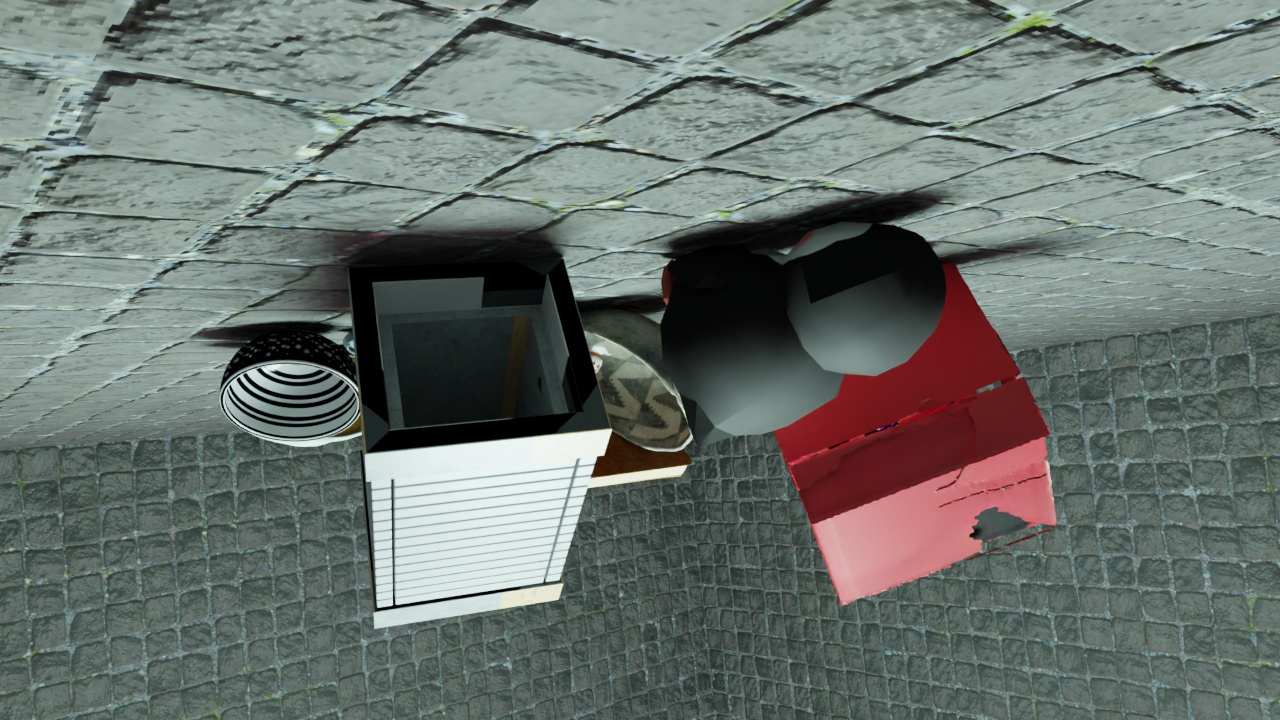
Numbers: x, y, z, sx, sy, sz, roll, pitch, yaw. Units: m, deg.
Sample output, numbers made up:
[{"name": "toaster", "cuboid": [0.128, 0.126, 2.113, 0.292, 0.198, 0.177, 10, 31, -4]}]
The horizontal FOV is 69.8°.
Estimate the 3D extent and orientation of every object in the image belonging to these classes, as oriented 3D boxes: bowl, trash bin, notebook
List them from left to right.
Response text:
[{"name": "bowl", "cuboid": [-0.315, 0.013, 0.835, 0.120, 0.066, 0.120, -7, 142, -6]}, {"name": "trash bin", "cuboid": [-0.127, 0.067, 0.662, 0.142, 0.142, 0.248, -5, 143, -18]}, {"name": "notebook", "cuboid": [-0.067, 0.050, 1.010, 0.167, 0.225, 0.024, -3, 131, -37]}, {"name": "bowl", "cuboid": [-0.005, 0.005, 0.915, 0.081, 0.178, 0.179, -53, -161, -25]}]

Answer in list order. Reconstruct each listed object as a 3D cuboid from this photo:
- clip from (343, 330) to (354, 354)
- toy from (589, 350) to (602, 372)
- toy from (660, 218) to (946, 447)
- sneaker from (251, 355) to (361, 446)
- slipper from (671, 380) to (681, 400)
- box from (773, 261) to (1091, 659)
[{"name": "clip", "cuboid": [-0.261, 0.000, 0.943, 0.030, 0.159, 0.174, -38, 140, -6]}, {"name": "toy", "cuboid": [-0.122, 0.044, 0.836, 0.172, 0.092, 0.164, -8, 153, -21]}, {"name": "toy", "cuboid": [0.111, -0.021, 0.614, 0.185, 0.139, 0.159, -23, 130, 36]}, {"name": "sneaker", "cuboid": [-0.342, 0.040, 0.995, 0.127, 0.120, 0.294, -22, 172, 25]}, {"name": "slipper", "cuboid": [0.124, -0.031, 0.766, 0.240, 0.064, 0.094, -26, -147, 19]}, {"name": "box", "cuboid": [0.238, 0.088, 0.803, 0.211, 0.318, 0.121, -22, 173, 4]}]
